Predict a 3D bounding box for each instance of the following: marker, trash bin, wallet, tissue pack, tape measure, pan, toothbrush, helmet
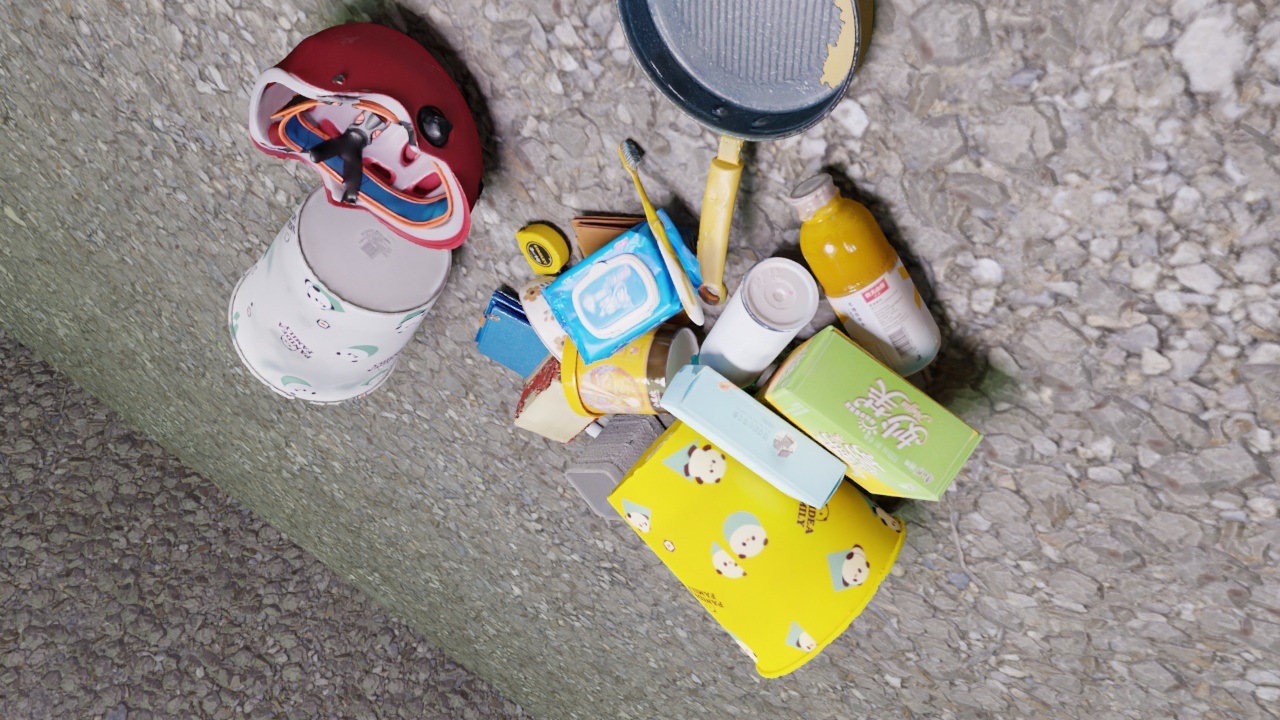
[{"bbox_3d":[-0.023,0.124,1.257,0.131,0.018,0.023,35,157,4],"label":"marker"},{"bbox_3d":[-0.368,-0.093,1.147,0.229,0.228,0.253,44,141,-10],"label":"trash bin"},{"bbox_3d":[-0.010,-0.094,0.963,0.108,0.031,0.132,9,140,34],"label":"wallet"},{"bbox_3d":[-0.015,-0.068,0.879,0.157,0.052,0.095,-31,90,21],"label":"tissue pack"},{"bbox_3d":[0.117,0.172,1.010,0.255,0.229,0.230,43,147,2],"label":"trash bin"},{"bbox_3d":[-0.105,-0.125,1.017,0.057,0.028,0.060,3,134,43],"label":"tape measure"},{"bbox_3d":[0.070,-0.192,0.724,0.198,0.078,0.358,22,144,23],"label":"pan"},{"bbox_3d":[0.020,-0.119,0.836,0.018,0.016,0.191,-43,66,58],"label":"toothbrush"},{"bbox_3d":[-0.159,-0.029,1.178,0.106,0.040,0.133,30,148,-4],"label":"wallet"},{"bbox_3d":[-0.250,-0.236,0.921,0.240,0.143,0.207,38,151,-27],"label":"helmet"}]

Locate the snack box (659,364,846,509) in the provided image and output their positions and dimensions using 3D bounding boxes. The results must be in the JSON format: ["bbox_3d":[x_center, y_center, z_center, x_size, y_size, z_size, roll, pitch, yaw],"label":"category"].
[{"bbox_3d":[0.105,0.070,0.869,0.175,0.051,0.074,35,173,-11],"label":"snack box"}]

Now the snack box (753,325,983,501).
[{"bbox_3d":[0.194,0.053,0.841,0.157,0.070,0.210,36,175,3],"label":"snack box"}]

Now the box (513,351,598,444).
[{"bbox_3d":[-0.098,0.048,1.155,0.091,0.080,0.169,23,150,-16],"label":"box"}]

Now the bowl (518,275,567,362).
[{"bbox_3d":[-0.080,-0.053,1.034,0.062,0.113,0.113,-34,111,12],"label":"bowl"}]

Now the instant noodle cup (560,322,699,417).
[{"bbox_3d":[-0.006,0.006,0.971,0.115,0.118,0.118,4,136,25],"label":"instant noodle cup"}]

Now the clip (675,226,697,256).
[{"bbox_3d":[0.046,-0.106,0.909,0.027,0.045,0.058,1,138,39],"label":"clip"}]

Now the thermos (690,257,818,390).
[{"bbox_3d":[0.102,-0.019,0.862,0.073,0.073,0.225,35,160,4],"label":"thermos"}]

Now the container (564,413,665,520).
[{"bbox_3d":[-0.018,0.132,1.171,0.090,0.114,0.090,-7,127,47],"label":"container"}]

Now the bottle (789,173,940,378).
[{"bbox_3d":[0.186,-0.070,0.772,0.068,0.067,0.189,-8,126,48],"label":"bottle"}]
